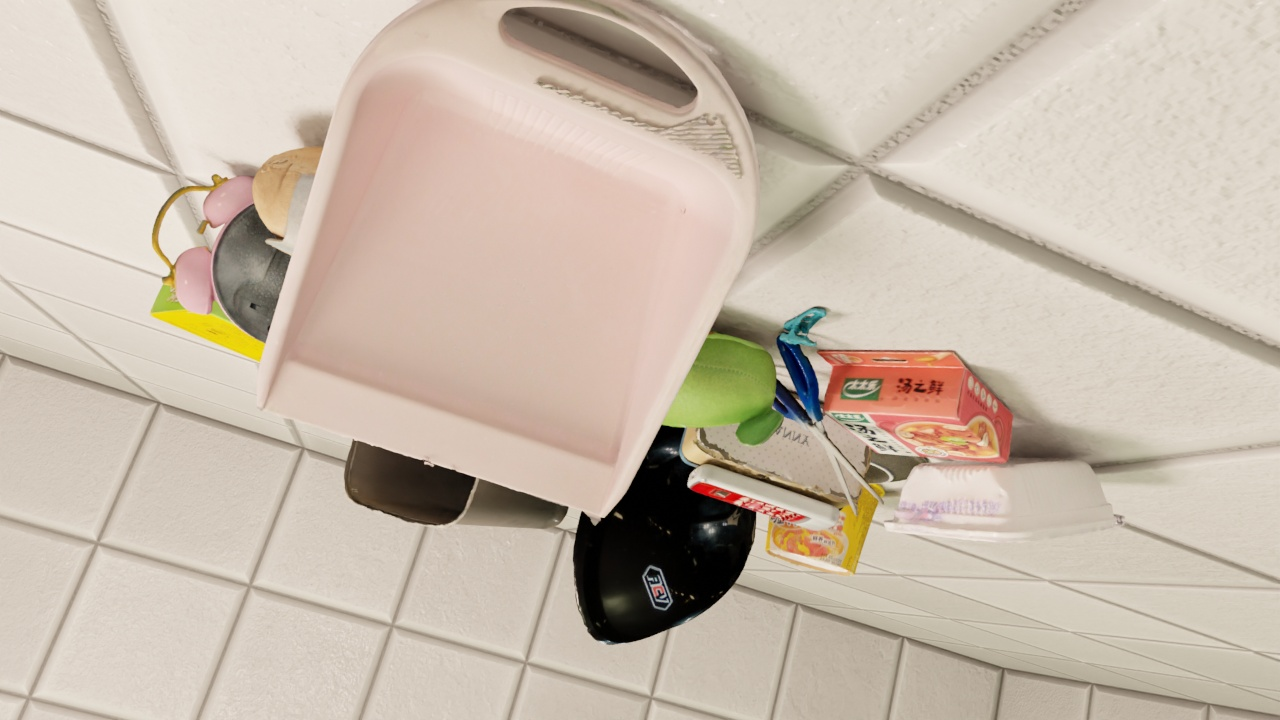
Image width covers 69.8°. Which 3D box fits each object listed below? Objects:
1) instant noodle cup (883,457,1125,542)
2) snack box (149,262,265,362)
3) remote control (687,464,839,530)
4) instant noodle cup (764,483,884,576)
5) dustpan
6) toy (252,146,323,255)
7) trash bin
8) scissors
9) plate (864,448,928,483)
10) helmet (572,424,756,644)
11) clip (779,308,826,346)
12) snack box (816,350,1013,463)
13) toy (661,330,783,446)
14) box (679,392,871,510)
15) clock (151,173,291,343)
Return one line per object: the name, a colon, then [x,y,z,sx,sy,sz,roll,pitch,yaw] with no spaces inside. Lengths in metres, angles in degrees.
instant noodle cup: [0.308,0.115,0.780,0.173,0.060,0.138,0,176,-36]
snack box: [-0.401,-0.039,1.011,0.158,0.070,0.210,0,157,43]
remote control: [0.111,0.126,0.835,0.136,0.020,0.056,19,160,-5]
instant noodle cup: [0.215,0.194,1.114,0.138,0.109,0.138,16,165,4]
dustpan: [-0.068,-0.040,0.461,0.222,0.273,0.139,17,-171,-12]
toy: [-0.178,-0.077,0.655,0.143,0.082,0.226,21,169,20]
trash bin: [-0.193,0.103,1.098,0.199,0.198,0.219,8,169,32]
scissors: [0.137,0.048,0.733,0.162,0.012,0.176,41,157,59]
plate: [0.213,0.105,0.974,0.179,0.024,0.179,16,164,4]
helmet: [0.013,0.178,1.006,0.230,0.274,0.234,-8,117,12]
clip: [0.116,-0.022,0.659,0.013,0.038,0.056,21,173,-13]
snack box: [0.212,0.037,0.716,0.113,0.044,0.127,1,157,43]
toy: [-0.004,0.004,0.735,0.247,0.090,0.227,11,177,10]
box: [0.132,0.077,0.846,0.184,0.089,0.059,23,159,-9]
clock: [-0.290,-0.077,0.708,0.158,0.117,0.060,25,173,-34]
